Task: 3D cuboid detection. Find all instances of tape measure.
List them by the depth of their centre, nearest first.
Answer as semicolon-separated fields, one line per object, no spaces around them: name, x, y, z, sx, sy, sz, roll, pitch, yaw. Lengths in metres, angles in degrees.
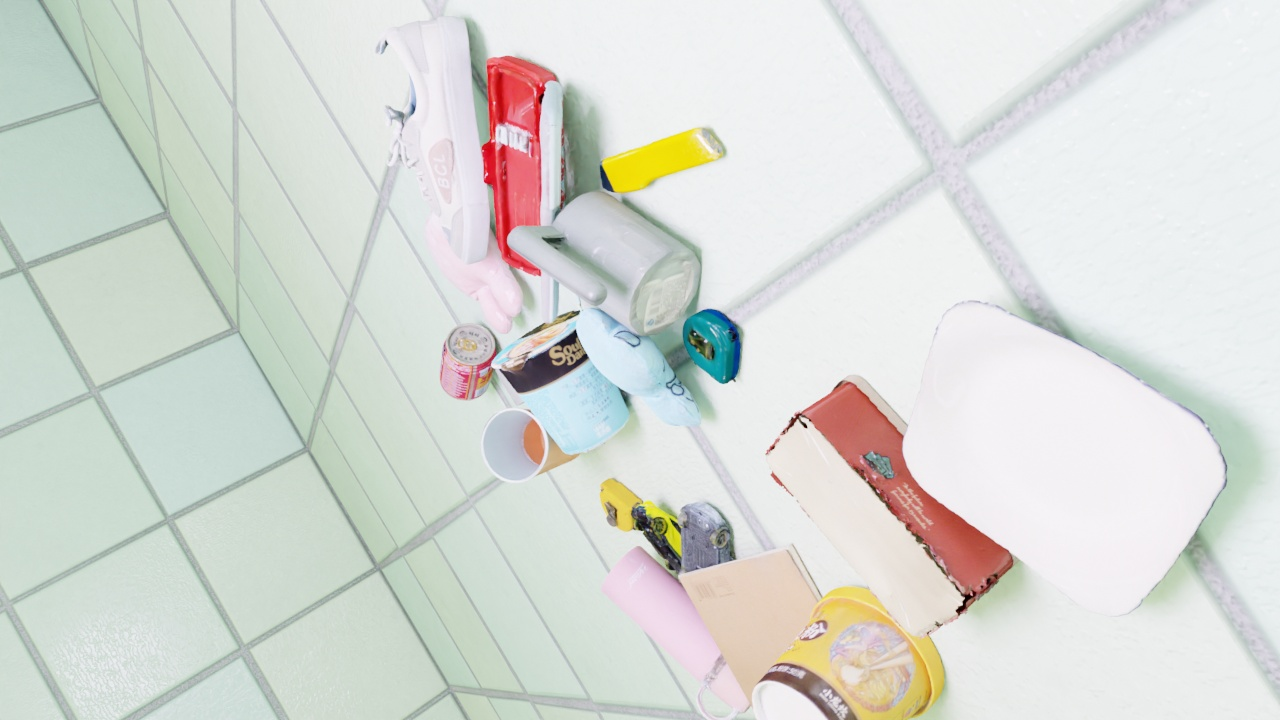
tape measure;0.057;-0.014;0.749;0.054;0.025;0.058;37;144;34
tape measure;-0.024;0.168;1.044;0.060;0.028;0.057;35;144;38

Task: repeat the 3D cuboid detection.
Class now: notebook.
notebook;0.135;0.280;0.865;0.150;0.012;0.211;-28;92;44

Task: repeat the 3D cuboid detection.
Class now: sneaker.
sneaker;-0.199;-0.200;0.879;0.089;0.090;0.243;-117;21;-56

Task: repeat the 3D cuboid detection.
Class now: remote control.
remote control;-0.135;0.014;1.087;0.056;0.019;0.135;59;152;1

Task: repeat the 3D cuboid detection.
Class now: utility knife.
utility knife;0.012;-0.151;0.704;0.154;0.015;0.033;1;123;57

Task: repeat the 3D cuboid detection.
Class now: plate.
plate;0.232;0.050;0.519;0.164;0.034;0.164;39;145;33

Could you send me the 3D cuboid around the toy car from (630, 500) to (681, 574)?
toy car;0.032;0.192;0.974;0.105;0.032;0.048;55;154;-15

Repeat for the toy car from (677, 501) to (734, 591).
toy car;0.067;0.194;0.917;0.054;0.036;0.121;23;128;42

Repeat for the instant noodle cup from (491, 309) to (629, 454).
instant noodle cup;-0.073;0.027;0.923;0.111;0.111;0.120;-2;120;59

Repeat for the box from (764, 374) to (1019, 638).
box;0.163;0.105;0.636;0.168;0.077;0.092;50;150;18

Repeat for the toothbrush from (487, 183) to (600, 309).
toothbrush;-0.096;-0.115;0.904;0.189;0.020;0.029;53;156;11

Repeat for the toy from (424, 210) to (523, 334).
toy;-0.184;-0.105;1.019;0.159;0.054;0.122;55;150;5

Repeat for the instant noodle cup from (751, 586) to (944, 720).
instant noodle cup;0.160;0.262;0.734;0.118;0.114;0.119;31;137;34

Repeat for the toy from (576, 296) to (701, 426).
toy;-0.005;0.005;0.797;0.156;0.049;0.161;41;174;-8

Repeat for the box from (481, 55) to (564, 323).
box;-0.092;-0.151;0.807;0.159;0.065;0.201;52;148;45

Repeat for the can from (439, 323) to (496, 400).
can;-0.218;0.002;1.160;0.066;0.066;0.094;51;151;15

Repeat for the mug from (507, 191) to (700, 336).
mug;-0.028;-0.076;0.730;0.103;0.123;0.084;37;120;32

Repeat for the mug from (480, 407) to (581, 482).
mug;-0.111;0.088;1.006;0.078;0.122;0.078;0;90;20

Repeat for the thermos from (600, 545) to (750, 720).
thermos;0.043;0.293;0.976;0.198;0.087;0.067;40;158;18
